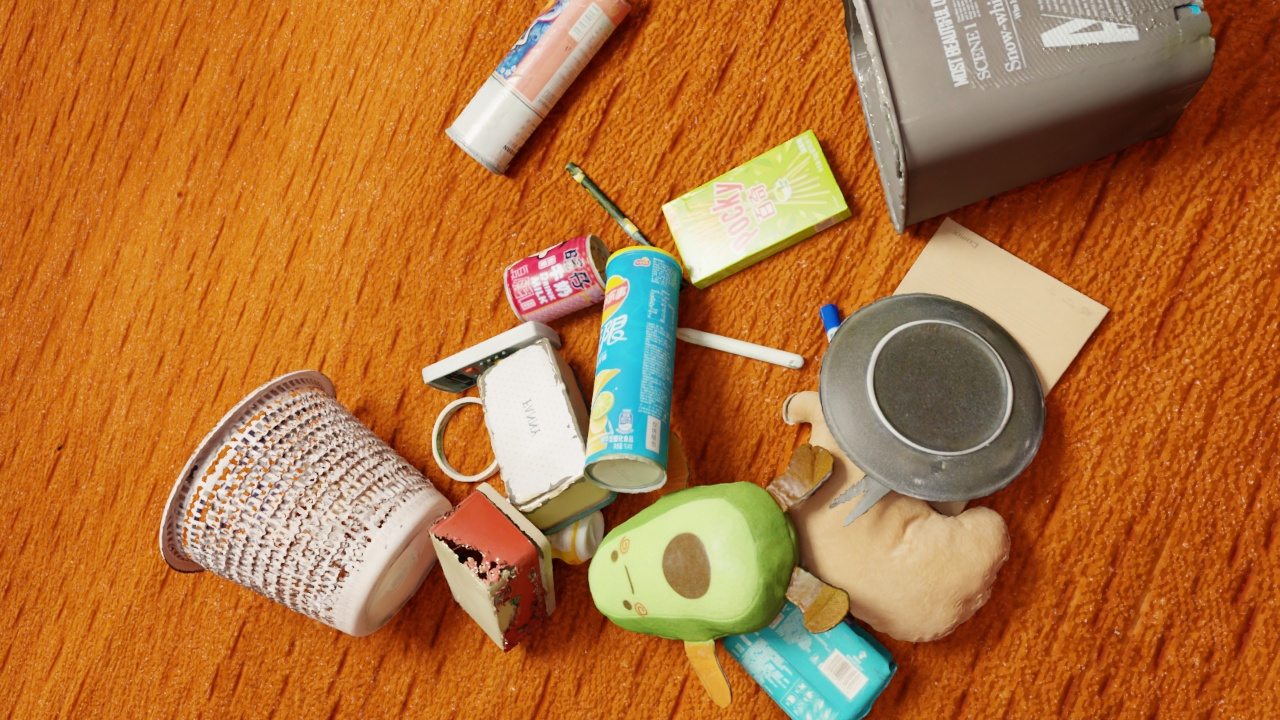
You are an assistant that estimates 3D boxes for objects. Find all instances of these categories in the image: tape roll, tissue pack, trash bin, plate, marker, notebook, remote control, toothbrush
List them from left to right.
[{"bbox_3d":[-0.299,0.151,0.879,0.192,0.227,0.227,30,94,10],"label":"trash bin"},{"bbox_3d":[-0.172,0.080,0.931,0.086,0.014,0.085,-3,81,21],"label":"tape roll"},{"bbox_3d":[-0.146,-0.002,0.909,0.135,0.056,0.019,-22,69,17],"label":"remote control"},{"bbox_3d":[-0.017,-0.132,0.900,0.186,0.012,0.017,48,112,20],"label":"toothbrush"},{"bbox_3d":[0.060,-0.021,0.850,0.190,0.020,0.029,15,113,22],"label":"toothbrush"},{"bbox_3d":[0.138,0.242,0.764,0.133,0.050,0.093,42,101,22],"label":"tissue pack"},{"bbox_3d":[0.173,0.011,0.768,0.017,0.017,0.145,-22,49,18],"label":"marker"},{"bbox_3d":[0.231,0.022,0.718,0.179,0.024,0.179,1,67,-2],"label":"plate"},{"bbox_3d":[0.261,0.005,0.770,0.149,0.012,0.211,36,97,22],"label":"notebook"},{"bbox_3d":[0.281,-0.231,0.704,0.220,0.198,0.199,-13,78,14],"label":"trash bin"}]

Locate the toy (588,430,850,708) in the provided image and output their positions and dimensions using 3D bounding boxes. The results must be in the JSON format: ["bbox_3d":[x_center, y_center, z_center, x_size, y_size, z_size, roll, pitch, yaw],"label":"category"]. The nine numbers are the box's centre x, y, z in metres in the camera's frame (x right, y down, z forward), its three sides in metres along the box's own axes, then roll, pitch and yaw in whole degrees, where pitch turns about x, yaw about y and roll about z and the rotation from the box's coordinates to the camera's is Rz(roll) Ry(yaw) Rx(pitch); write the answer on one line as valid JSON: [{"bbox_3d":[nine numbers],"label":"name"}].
[{"bbox_3d":[0.053,0.164,0.750,0.247,0.090,0.226,-24,63,34],"label":"toy"}]

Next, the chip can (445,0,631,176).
[{"bbox_3d":[-0.102,-0.292,0.924,0.071,0.071,0.215,44,99,21],"label":"chip can"}]

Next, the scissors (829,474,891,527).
[{"bbox_3d":[0.213,0.065,0.723,0.172,0.014,0.146,0,64,-4],"label":"scissors"}]

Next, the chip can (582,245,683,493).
[{"bbox_3d":[-0.005,0.005,0.795,0.071,0.071,0.209,-7,58,21],"label":"chip can"}]

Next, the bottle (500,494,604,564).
[{"bbox_3d":[-0.091,0.153,0.861,0.108,0.063,0.063,8,85,23],"label":"bottle"}]

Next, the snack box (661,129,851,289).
[{"bbox_3d":[0.104,-0.137,0.844,0.157,0.026,0.085,-25,74,17],"label":"snack box"}]

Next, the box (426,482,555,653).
[{"bbox_3d":[-0.132,0.193,0.809,0.091,0.169,0.080,38,62,22],"label":"box"}]

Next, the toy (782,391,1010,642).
[{"bbox_3d":[0.181,0.124,0.748,0.143,0.082,0.226,-46,70,-1],"label":"toy"}]

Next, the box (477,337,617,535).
[{"bbox_3d":[-0.086,0.071,0.836,0.090,0.061,0.184,-27,52,8],"label":"box"}]

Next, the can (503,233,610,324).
[{"bbox_3d":[-0.076,-0.078,0.886,0.094,0.066,0.066,-20,76,18],"label":"can"}]
